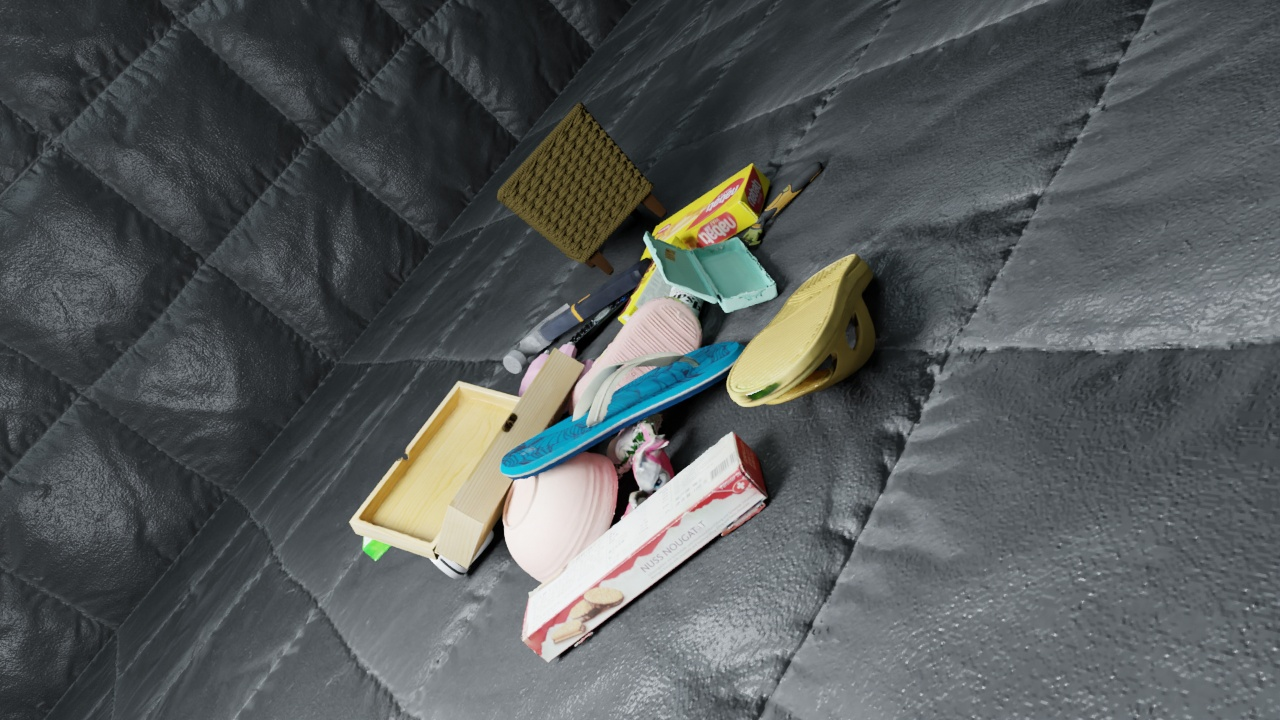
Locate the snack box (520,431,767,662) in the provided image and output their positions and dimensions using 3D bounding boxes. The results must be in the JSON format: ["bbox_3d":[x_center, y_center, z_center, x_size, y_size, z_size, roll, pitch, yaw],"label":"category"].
[{"bbox_3d":[0.000,0.177,0.855,0.273,0.044,0.076,-40,18,15],"label":"snack box"}]

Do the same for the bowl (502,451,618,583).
[{"bbox_3d":[-0.097,0.158,0.974,0.153,0.076,0.152,-44,31,35],"label":"bowl"}]

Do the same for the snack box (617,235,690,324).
[{"bbox_3d":[0.029,-0.093,1.222,0.026,0.061,0.148,-17,37,53],"label":"snack box"}]

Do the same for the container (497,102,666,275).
[{"bbox_3d":[-0.096,-0.260,1.478,0.176,0.205,0.321,-47,12,0],"label":"container"}]

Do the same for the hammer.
[{"bbox_3d":[-0.088,-0.076,1.400,0.314,0.035,0.139,-28,17,47],"label":"hammer"}]

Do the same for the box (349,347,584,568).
[{"bbox_3d":[-0.195,0.119,1.109,0.253,0.119,0.246,-10,36,39],"label":"box"}]

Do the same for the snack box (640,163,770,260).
[{"bbox_3d":[0.090,-0.194,1.302,0.201,0.042,0.091,-27,30,41],"label":"snack box"}]

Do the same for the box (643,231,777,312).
[{"bbox_3d":[0.078,-0.110,1.106,0.138,0.055,0.186,-2,24,-6],"label":"box"}]

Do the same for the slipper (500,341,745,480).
[{"bbox_3d":[-0.025,0.035,0.983,0.294,0.060,0.118,-28,11,-15],"label":"slipper"}]

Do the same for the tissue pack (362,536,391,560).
[{"bbox_3d":[-0.317,0.189,1.189,0.100,0.034,0.113,-44,28,19],"label":"tissue pack"}]

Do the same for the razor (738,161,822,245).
[{"bbox_3d":[0.183,-0.203,1.183,0.144,0.021,0.044,-45,22,0],"label":"razor"}]

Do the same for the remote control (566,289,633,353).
[{"bbox_3d":[-0.061,-0.056,1.378,0.140,0.021,0.045,-43,14,2],"label":"remote control"}]

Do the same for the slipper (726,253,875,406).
[{"bbox_3d":[0.166,-0.019,0.840,0.100,0.078,0.262,-31,11,36],"label":"slipper"}]

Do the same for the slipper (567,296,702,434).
[{"bbox_3d":[-0.007,0.006,1.100,0.197,0.093,0.081,-49,12,11],"label":"slipper"}]

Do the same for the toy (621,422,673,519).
[{"bbox_3d":[0.011,0.118,0.933,0.065,0.050,0.102,-104,30,-80],"label":"toy"}]

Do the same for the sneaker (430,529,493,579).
[{"bbox_3d":[-0.240,0.185,1.213,0.097,0.091,0.245,-46,21,1],"label":"sneaker"}]

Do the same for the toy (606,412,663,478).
[{"bbox_3d":[-0.004,0.081,1.023,0.096,0.041,0.108,-49,15,30],"label":"toy"}]

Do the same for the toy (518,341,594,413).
[{"bbox_3d":[-0.131,0.057,1.261,0.124,0.067,0.157,-16,42,50],"label":"toy"}]

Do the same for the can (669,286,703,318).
[{"bbox_3d":[0.054,-0.066,1.155,0.044,0.044,0.106,-28,29,39],"label":"can"}]
